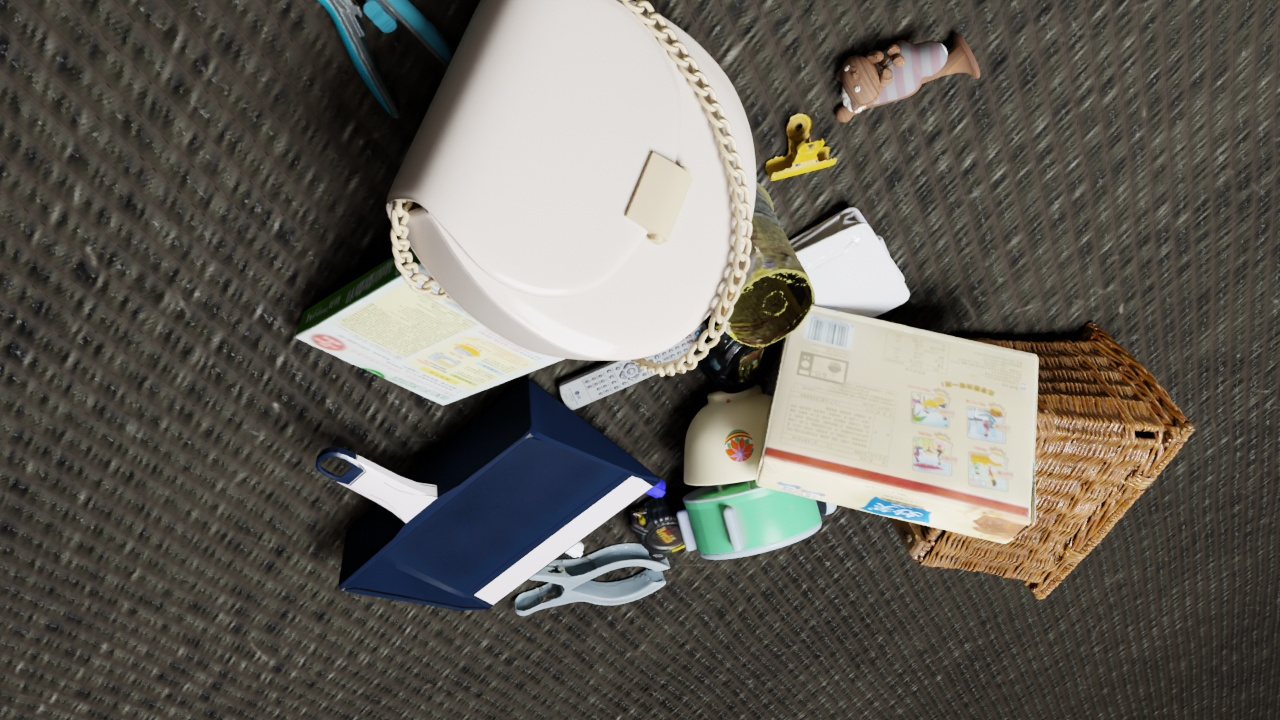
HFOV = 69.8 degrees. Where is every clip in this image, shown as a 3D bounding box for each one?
[{"bbox_3d":[0.120,-0.160,0.684,0.053,0.035,0.046,-14,152,-7],"label":"clip"},{"bbox_3d":[-0.053,0.239,0.963,0.163,0.028,0.108,0,128,-19],"label":"clip"}]

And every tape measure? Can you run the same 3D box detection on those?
[{"bbox_3d":[0.026,0.162,0.919,0.063,0.038,0.067,-24,131,12],"label":"tape measure"},{"bbox_3d":[0.084,-0.008,0.778,0.071,0.042,0.072,-27,141,-25],"label":"tape measure"}]

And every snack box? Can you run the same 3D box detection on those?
[{"bbox_3d":[-0.143,-0.021,0.647,0.168,0.027,0.132,-20,142,41],"label":"snack box"},{"bbox_3d":[0.210,0.048,0.748,0.207,0.153,0.055,13,151,6],"label":"snack box"}]

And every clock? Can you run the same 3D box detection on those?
[{"bbox_3d":[0.121,0.134,0.880,0.161,0.075,0.122,-14,178,-34],"label":"clock"}]

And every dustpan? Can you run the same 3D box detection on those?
[{"bbox_3d":[-0.151,0.125,0.775,0.237,0.080,0.273,-39,122,18],"label":"dustpan"}]

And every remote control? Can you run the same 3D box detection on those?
[{"bbox_3d":[-0.005,0.005,0.782,0.136,0.013,0.033,-22,134,0],"label":"remote control"}]

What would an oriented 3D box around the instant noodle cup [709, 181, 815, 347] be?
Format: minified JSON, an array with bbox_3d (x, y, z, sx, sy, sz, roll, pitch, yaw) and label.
[{"bbox_3d":[0.074,-0.069,0.681,0.102,0.108,0.102,-12,133,-14],"label":"instant noodle cup"}]

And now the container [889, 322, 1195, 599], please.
[{"bbox_3d":[0.358,0.094,0.904,0.183,0.162,0.251,7,127,-20],"label":"container"}]

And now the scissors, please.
[{"bbox_3d":[-0.159,-0.205,0.536,0.149,0.019,0.123,14,128,-24],"label":"scissors"}]

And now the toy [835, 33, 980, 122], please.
[{"bbox_3d":[0.185,-0.204,0.651,0.102,0.041,0.055,-24,157,12],"label":"toy"}]

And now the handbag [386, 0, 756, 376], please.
[{"bbox_3d":[-0.034,-0.108,0.565,0.208,0.103,0.210,28,77,-29],"label":"handbag"}]

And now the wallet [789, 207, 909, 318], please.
[{"bbox_3d":[0.169,-0.074,0.769,0.086,0.032,0.116,-25,137,17],"label":"wallet"}]

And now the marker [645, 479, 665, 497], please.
[{"bbox_3d":[-0.030,0.097,0.851,0.141,0.020,0.020,30,115,-37],"label":"marker"}]

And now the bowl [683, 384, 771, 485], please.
[{"bbox_3d":[0.090,0.062,0.821,0.118,0.118,0.074,-11,90,-11],"label":"bowl"}]

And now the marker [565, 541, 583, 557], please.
[{"bbox_3d":[-0.100,0.158,0.879,0.017,0.020,0.133,-50,131,-1],"label":"marker"}]
